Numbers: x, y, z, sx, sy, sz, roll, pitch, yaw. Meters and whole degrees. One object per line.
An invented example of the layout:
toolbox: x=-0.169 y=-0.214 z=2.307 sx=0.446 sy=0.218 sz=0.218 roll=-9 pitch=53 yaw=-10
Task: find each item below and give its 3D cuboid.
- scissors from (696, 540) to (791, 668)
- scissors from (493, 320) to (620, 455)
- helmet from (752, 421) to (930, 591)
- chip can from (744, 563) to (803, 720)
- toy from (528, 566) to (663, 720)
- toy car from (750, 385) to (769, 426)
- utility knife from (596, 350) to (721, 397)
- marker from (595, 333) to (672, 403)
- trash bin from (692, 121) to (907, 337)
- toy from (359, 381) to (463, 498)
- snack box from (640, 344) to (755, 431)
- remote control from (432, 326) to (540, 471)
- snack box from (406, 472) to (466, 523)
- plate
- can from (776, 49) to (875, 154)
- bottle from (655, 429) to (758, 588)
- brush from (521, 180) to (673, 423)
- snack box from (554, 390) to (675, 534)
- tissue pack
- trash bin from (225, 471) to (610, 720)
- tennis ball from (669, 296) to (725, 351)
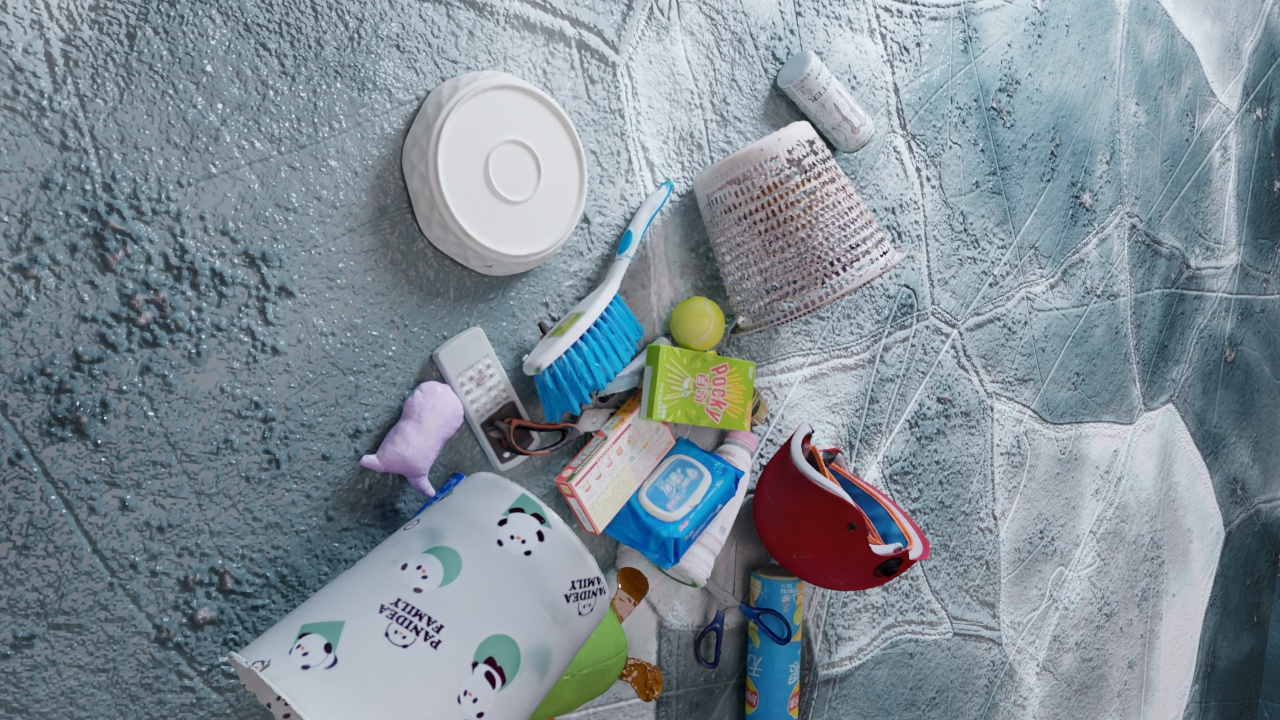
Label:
scissors: x=0.111 y=0.306 z=1.128 sx=0.176 sy=0.012 sz=0.162 roll=27 pitch=101 yaw=-3
scissors: x=-0.068 y=0.060 z=1.000 sx=0.188 sy=0.015 sz=0.226 roll=-47 pitch=119 yaw=-36
helmet: x=0.236 y=0.206 z=1.149 sx=0.240 sy=0.206 sz=0.144 roll=34 pitch=108 yaw=-31
chip can: x=0.171 y=0.372 z=1.175 sx=0.071 sy=0.071 sz=0.210 roll=1 pitch=92 yaw=-37
toy: x=-0.089 y=0.312 z=0.968 sx=0.246 sy=0.090 sz=0.227 roll=-6 pitch=95 yaw=-33
toy car: x=0.130 y=0.047 z=1.149 sx=0.090 sy=0.035 sz=0.042 roll=46 pitch=68 yaw=-32
utility knife: x=0.028 y=0.017 z=1.058 sx=0.218 sy=0.015 sz=0.033 roll=-13 pitch=108 yaw=-46
marker: x=-0.006 y=0.006 z=1.042 sx=0.130 sy=0.018 sz=0.022 roll=-42 pitch=112 yaw=-38
trash bin: x=0.166 y=-0.160 z=1.068 sx=0.226 sy=0.228 sz=0.192 roll=-31 pitch=98 yaw=-31
toy: x=-0.211 y=0.072 z=0.893 sx=0.084 sy=0.039 sz=0.107 roll=38 pitch=68 yaw=-32
snack box: x=0.069 y=0.033 z=1.058 sx=0.156 sy=0.026 sz=0.085 roll=10 pitch=84 yaw=-40
remote control: x=-0.156 y=0.041 z=0.943 sx=0.058 sy=0.021 sz=0.150 roll=-37 pitch=113 yaw=-29
snack box: x=-0.207 y=0.197 z=0.911 sx=0.156 sy=0.026 sz=0.084 roll=-48 pitch=118 yaw=-24
plate: x=-0.136 y=-0.190 z=0.930 sx=0.204 sy=0.046 sz=0.205 roll=-2 pitch=93 yaw=-36
can: x=0.242 y=-0.334 z=1.193 sx=0.146 sy=0.058 sz=0.058 roll=36 pitch=72 yaw=-32
bottle: x=0.087 y=0.173 z=1.106 sx=0.068 sy=0.068 sz=0.196 roll=42 pitch=65 yaw=-31
brush: x=-0.025 y=-0.072 z=1.000 sx=0.313 sy=0.061 sz=0.109 roll=-49 pitch=116 yaw=-34
snack box: x=-0.024 y=0.111 z=1.015 sx=0.155 sy=0.027 sz=0.077 roll=-46 pitch=123 yaw=-35
tissue pack: x=0.039 y=0.159 z=1.047 sx=0.156 sy=0.095 sz=0.052 roll=-46 pitch=149 yaw=-26
trash bin: x=-0.175 y=0.244 z=0.792 sx=0.251 sy=0.230 sz=0.229 roll=-44 pitch=117 yaw=-32
tennis ball: x=0.067 y=-0.043 z=1.076 sx=0.065 sy=0.066 sz=0.065 roll=-2 pitch=94 yaw=-37
